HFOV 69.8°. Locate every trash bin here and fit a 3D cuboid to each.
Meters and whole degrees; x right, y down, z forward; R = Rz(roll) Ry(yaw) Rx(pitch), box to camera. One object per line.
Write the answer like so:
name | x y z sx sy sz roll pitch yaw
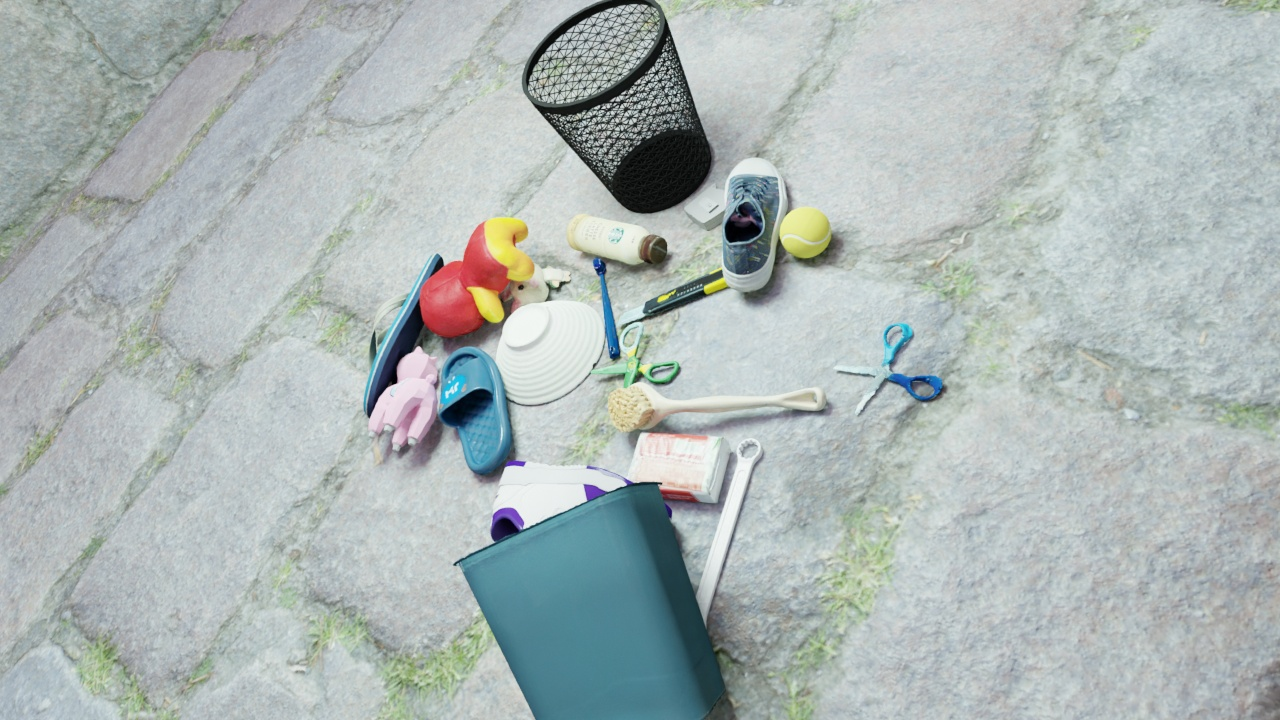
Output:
trash bin | -0.016 -0.355 1.330 0.217 0.243 0.216 -16 51 20
trash bin | -0.036 0.255 0.894 0.197 0.199 0.218 -26 78 11

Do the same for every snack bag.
snack bag | 0.044 0.125 1.082 0.116 0.036 0.076 0 58 30

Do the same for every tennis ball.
tennis ball | 0.212 -0.164 1.179 0.065 0.065 0.065 -16 51 20

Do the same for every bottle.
bottle | -0.034 -0.174 1.335 0.162 0.056 0.056 19 68 38

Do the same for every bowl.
bowl | -0.144 -0.031 1.283 0.177 0.071 0.177 -16 50 19

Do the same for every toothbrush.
toothbrush | -0.050 -0.078 1.300 0.016 0.017 0.189 -23 48 15

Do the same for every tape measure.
tape measure | 0.101 -0.220 1.316 0.060 0.020 0.062 -40 47 -2

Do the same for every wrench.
wrench | 0.087 0.207 1.014 0.047 0.009 0.272 4 59 32

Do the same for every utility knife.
utility knife | 0.057 -0.090 1.247 0.203 0.020 0.028 -23 47 15

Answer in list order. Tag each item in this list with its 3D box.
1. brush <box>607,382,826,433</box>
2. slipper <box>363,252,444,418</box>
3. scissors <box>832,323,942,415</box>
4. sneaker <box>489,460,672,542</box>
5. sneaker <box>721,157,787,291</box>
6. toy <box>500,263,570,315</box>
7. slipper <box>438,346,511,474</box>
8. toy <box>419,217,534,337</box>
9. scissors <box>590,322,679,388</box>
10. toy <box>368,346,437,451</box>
brush | 0.086 0.053 1.100 0.273 0.062 0.077 -4 18 23
slipper | -0.375 -0.050 1.403 0.060 0.118 0.294 18 57 -2
scissors | 0.284 0.013 1.041 0.133 0.014 0.127 30 75 40
sneaker | -0.084 0.189 1.075 0.245 0.092 0.111 3 59 36
sneaker | 0.148 -0.201 1.218 0.087 0.079 0.234 -1 51 13
toy | -0.164 -0.113 1.375 0.112 0.050 0.087 -34 46 11
slipper | -0.232 0.061 1.263 0.104 0.059 0.213 -42 49 17
toy | -0.249 -0.117 1.364 0.217 0.098 0.147 -40 39 28
scissors | -0.008 0.004 1.210 0.126 0.011 0.131 -6 62 20
toy | -0.330 0.049 1.323 0.124 0.067 0.157 -21 43 50
